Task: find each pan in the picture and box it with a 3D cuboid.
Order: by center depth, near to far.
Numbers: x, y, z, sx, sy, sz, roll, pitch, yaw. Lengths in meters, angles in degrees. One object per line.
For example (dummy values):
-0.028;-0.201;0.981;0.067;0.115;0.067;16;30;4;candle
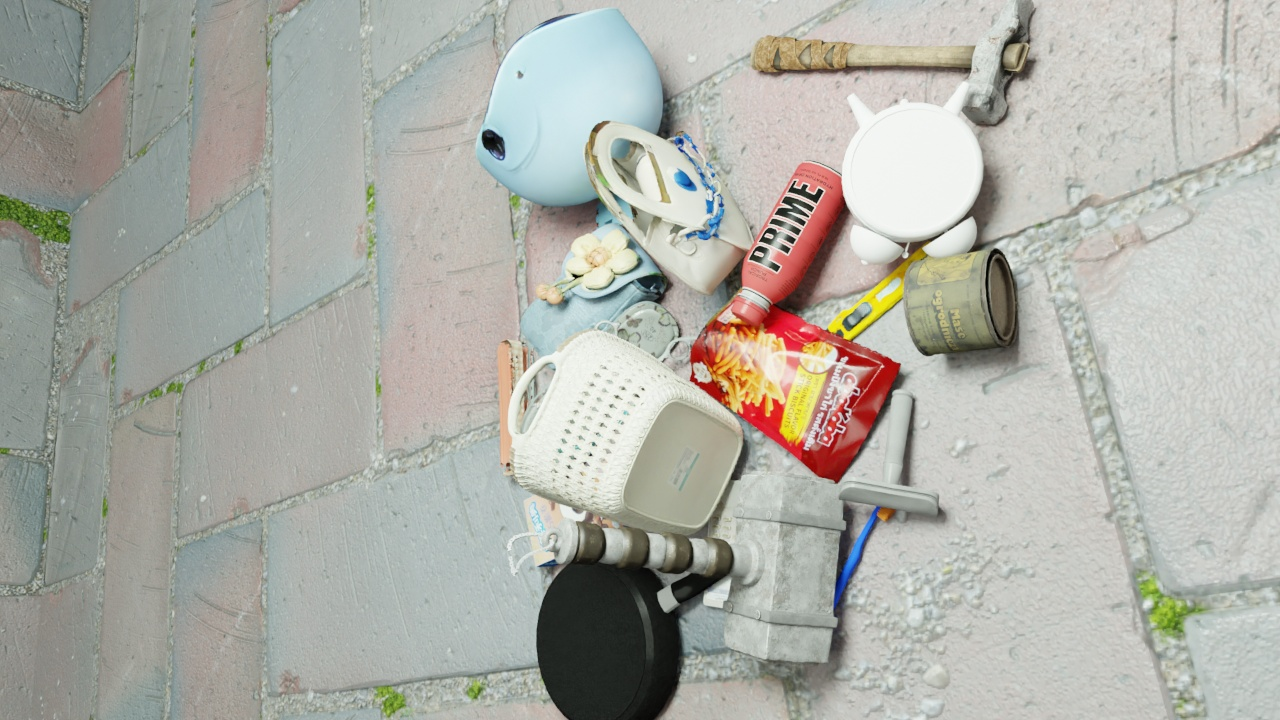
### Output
0.004;0.278;1.014;0.357;0.044;0.204;-42;56;30;pan

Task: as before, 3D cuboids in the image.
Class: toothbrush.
0.201;0.212;0.892;0.018;0.016;0.182;31;100;34;toothbrush

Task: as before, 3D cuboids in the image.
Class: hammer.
0.037;0.176;0.838;0.080;0.326;0.176;-12;69;63;hammer
0.246;-0.320;0.958;0.319;0.049;0.121;19;90;42;hammer

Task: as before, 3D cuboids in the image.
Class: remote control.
0.094;0.197;0.987;0.050;0.011;0.135;-3;78;39;remote control

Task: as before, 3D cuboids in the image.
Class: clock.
0.256;-0.173;0.872;0.125;0.072;0.161;-3;94;12;clock

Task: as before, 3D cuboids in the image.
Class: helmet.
-0.080;-0.282;1.111;0.167;0.224;0.266;55;141;11;helmet

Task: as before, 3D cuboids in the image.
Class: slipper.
-0.058;0.041;1.089;0.269;0.098;0.054;-52;17;17;slipper

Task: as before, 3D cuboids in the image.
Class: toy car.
-0.012;-0.192;1.152;0.108;0.027;0.060;-18;69;47;toy car

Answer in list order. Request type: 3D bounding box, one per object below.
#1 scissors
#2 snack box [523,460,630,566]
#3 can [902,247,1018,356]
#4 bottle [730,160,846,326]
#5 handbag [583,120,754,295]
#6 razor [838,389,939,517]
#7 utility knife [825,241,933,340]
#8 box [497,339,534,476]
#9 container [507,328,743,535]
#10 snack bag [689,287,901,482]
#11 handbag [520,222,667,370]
0.000;0.011;1.061;0.175;0.014;0.141;-25;102;3;scissors
-0.075;0.188;1.115;0.152;0.034;0.087;-29;63;32;snack box
0.291;-0.052;0.828;0.075;0.089;0.089;-7;76;39;can
0.151;-0.118;0.955;0.062;0.062;0.176;27;86;40;bottle
0.028;-0.183;0.996;0.093;0.199;0.200;-45;41;24;handbag
0.241;0.083;0.867;0.088;0.047;0.116;9;69;15;razor
0.244;-0.066;0.921;0.152;0.017;0.030;-43;68;22;utility knife
-0.169;0.063;1.214;0.059;0.056;0.186;-6;76;6;box
-0.007;0.085;0.946;0.143;0.246;0.184;24;88;36;container
0.156;0.018;0.959;0.208;0.066;0.139;33;101;31;snack bag
-0.067;-0.075;1.113;0.192;0.118;0.121;-45;58;17;handbag
